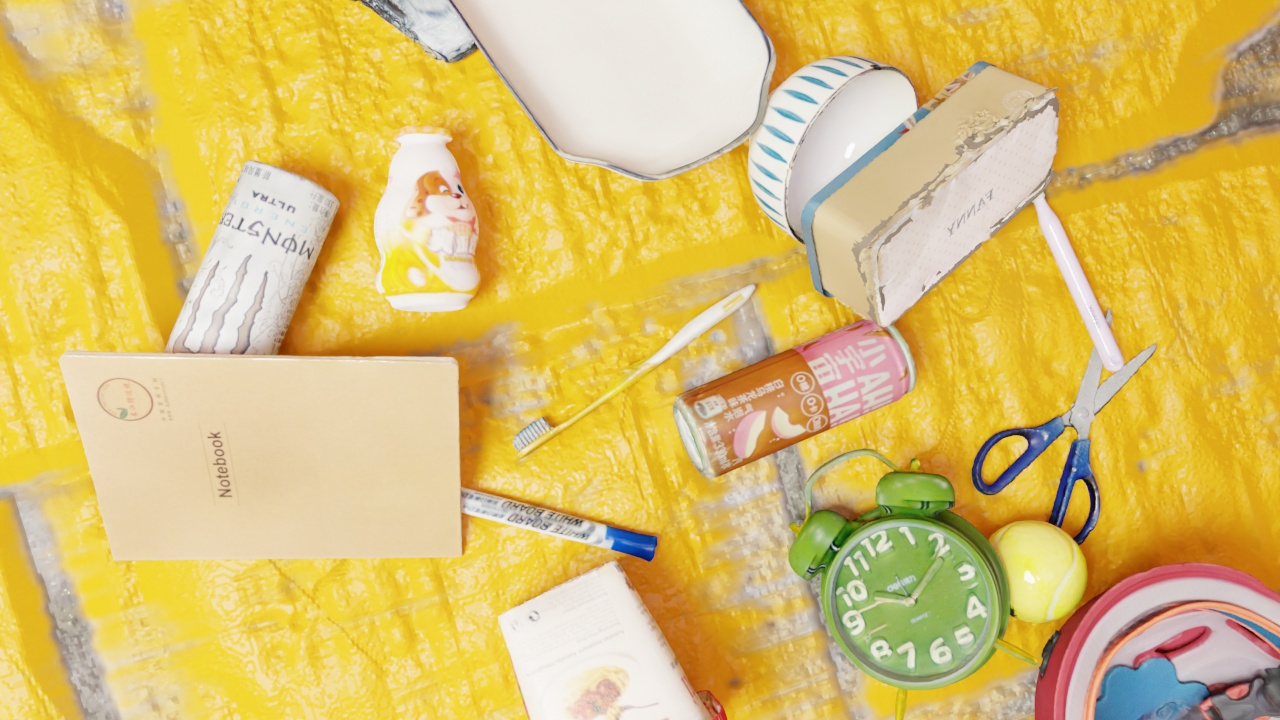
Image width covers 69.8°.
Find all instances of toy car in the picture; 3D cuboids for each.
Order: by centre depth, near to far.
[{"bbox_3d":[-0.145,-0.232,0.574,0.105,0.031,0.049,34,85,-6],"label":"toy car"}]

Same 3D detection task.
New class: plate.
[{"bbox_3d":[-0.034,-0.216,0.557,0.161,0.034,0.265,-32,79,-20],"label":"plate"}]

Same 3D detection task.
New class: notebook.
[{"bbox_3d":[-0.210,0.060,0.533,0.207,0.008,0.148,1,121,-8],"label":"notebook"}]

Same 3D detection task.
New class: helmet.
[{"bbox_3d":[0.343,0.241,0.573,0.207,0.144,0.240,-35,79,-8],"label":"helmet"}]

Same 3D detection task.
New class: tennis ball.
[{"bbox_3d":[0.256,0.138,0.600,0.065,0.065,0.065,0,88,-7],"label":"tennis ball"}]

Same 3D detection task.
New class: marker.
[{"bbox_3d":[-0.060,0.102,0.584,0.145,0.017,0.017,16,87,-7],"label":"marker"}]

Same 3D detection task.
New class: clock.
[{"bbox_3d":[0.161,0.133,0.574,0.116,0.056,0.161,-32,75,13],"label":"clock"}]

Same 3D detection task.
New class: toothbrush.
[{"bbox_3d":[-0.004,0.003,0.595,0.191,0.016,0.018,-36,85,-6],"label":"toothbrush"},{"bbox_3d":[0.288,-0.079,0.629,0.029,0.021,0.189,-25,89,16],"label":"toothbrush"}]

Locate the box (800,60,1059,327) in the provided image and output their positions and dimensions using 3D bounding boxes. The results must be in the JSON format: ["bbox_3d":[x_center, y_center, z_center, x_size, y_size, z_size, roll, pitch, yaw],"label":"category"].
[{"bbox_3d":[0.178,-0.100,0.572,0.184,0.090,0.061,-37,50,-12],"label":"box"}]

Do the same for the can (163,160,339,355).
[{"bbox_3d":[-0.233,-0.042,0.545,0.058,0.058,0.146,22,86,-6],"label":"can"}]

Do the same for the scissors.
[{"bbox_3d":[0.302,0.052,0.635,0.163,0.012,0.160,-18,89,-8],"label":"scissors"}]

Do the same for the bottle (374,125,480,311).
[{"bbox_3d":[-0.130,-0.085,0.556,0.063,0.063,0.108,-2,89,-8],"label":"bottle"}]

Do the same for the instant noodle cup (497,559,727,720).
[{"bbox_3d":[-0.024,0.191,0.546,0.116,0.116,0.124,-25,79,-7],"label":"instant noodle cup"}]

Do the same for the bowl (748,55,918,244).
[{"bbox_3d":[0.111,-0.137,0.576,0.116,0.116,0.066,-44,52,-6],"label":"bowl"}]

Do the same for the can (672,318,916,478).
[{"bbox_3d":[0.097,0.023,0.586,0.147,0.058,0.058,-22,91,-7],"label":"can"}]
